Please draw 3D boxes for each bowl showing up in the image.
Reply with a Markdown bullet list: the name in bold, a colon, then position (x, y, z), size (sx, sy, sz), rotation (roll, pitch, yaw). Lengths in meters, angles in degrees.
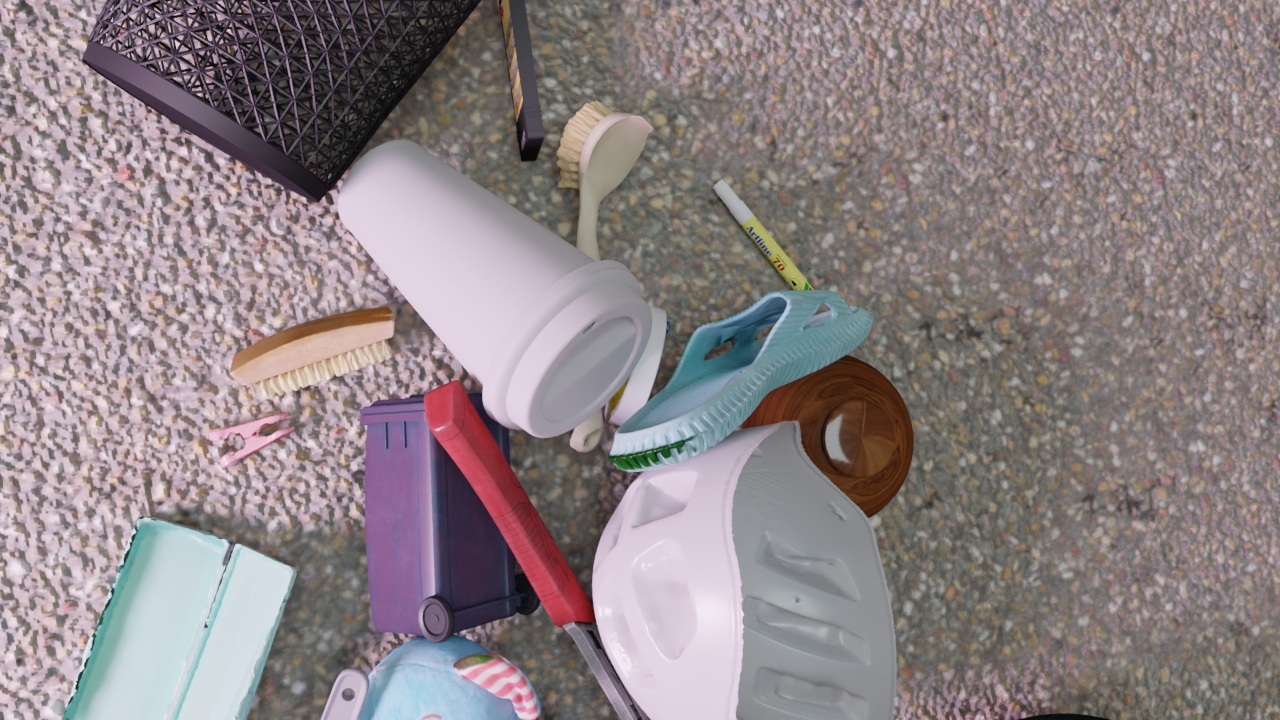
- **bowl**: position (0.162, 0.063, 0.736), size (0.147, 0.069, 0.147), rotation (1, 85, -13)

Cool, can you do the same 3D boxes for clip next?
- **clip**: position (-0.280, 0.060, 0.662), size (0.060, 0.023, 0.044), rotation (0, 89, -11)

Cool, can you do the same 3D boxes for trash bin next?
- **trash bin**: position (-0.137, 0.104, 0.644), size (0.093, 0.092, 0.160), rotation (3, 83, -57)
- **trash bin**: position (-0.226, -0.254, 0.616), size (0.217, 0.217, 0.243), rotation (30, 86, -8)

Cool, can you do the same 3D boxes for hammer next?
- **hammer**: position (-0.058, 0.152, 0.625), size (0.036, 0.126, 0.316), rotation (-23, 107, 13)

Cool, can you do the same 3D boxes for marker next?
- **marker**: position (0.106, -0.097, 0.766), size (0.014, 0.014, 0.132), rotation (-41, 94, -13)

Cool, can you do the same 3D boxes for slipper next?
- **slipper**: position (0.070, -0.001, 0.658), size (0.275, 0.116, 0.069), rotation (-30, 96, -46)

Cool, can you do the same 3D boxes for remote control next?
- **remote control**: position (-0.093, -0.227, 0.712), size (0.013, 0.058, 0.133), rotation (-8, 85, -14)

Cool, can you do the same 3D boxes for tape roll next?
- **tape roll**: position (-0.004, 0.004, 0.691), size (0.019, 0.094, 0.094), rotation (17, 81, -9)

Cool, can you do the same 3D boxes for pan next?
- **pan**: position (-0.240, 0.360, 0.587), size (0.201, 0.051, 0.356), rotation (21, 87, -3)

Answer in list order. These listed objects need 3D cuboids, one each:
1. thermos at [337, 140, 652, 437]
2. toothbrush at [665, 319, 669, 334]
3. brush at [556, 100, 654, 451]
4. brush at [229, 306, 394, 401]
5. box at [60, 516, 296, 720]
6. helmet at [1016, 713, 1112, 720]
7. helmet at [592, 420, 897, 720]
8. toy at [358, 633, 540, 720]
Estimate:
- **thermos**: position (-0.108, -0.059, 0.632), size (0.222, 0.132, 0.131), rotation (40, 76, 22)
- **toothbrush**: position (-0.062, -0.063, 0.724), size (0.190, 0.017, 0.016), rotation (25, 75, -9)
- **brush**: position (-0.035, -0.067, 0.697), size (0.062, 0.077, 0.272), rotation (15, 76, -50)
- **brush**: position (-0.234, -0.006, 0.666), size (0.117, 0.049, 0.039), rotation (-18, 112, -15)
- **box**: position (-0.315, 0.212, 0.625), size (0.138, 0.057, 0.187), rotation (17, 82, 8)
- **helmet**: position (0.299, 0.410, 0.651), size (0.236, 0.249, 0.316), rotation (24, 81, 19)
- **helmet**: position (0.093, 0.178, 0.642), size (0.282, 0.184, 0.223), rotation (37, 54, -23)
- **toy**: position (-0.120, 0.270, 0.621), size (0.184, 0.114, 0.180), rotation (-29, 108, 28)
